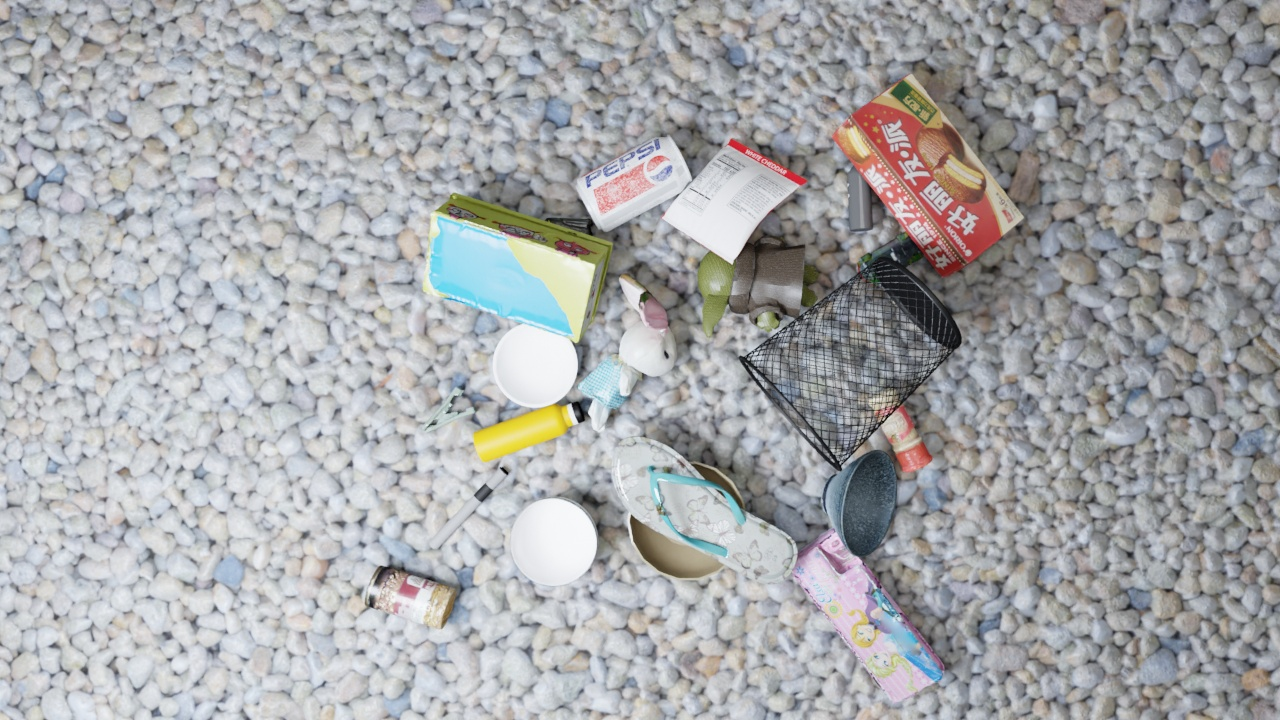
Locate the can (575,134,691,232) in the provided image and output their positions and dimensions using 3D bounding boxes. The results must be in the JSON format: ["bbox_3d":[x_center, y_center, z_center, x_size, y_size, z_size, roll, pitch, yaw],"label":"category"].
[{"bbox_3d":[-0.009,-0.229,1.183,0.136,0.078,0.078,-28,88,2],"label":"can"}]

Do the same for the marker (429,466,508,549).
[{"bbox_3d":[-0.229,0.197,1.221,0.016,0.016,0.140,44,92,2],"label":"marker"}]

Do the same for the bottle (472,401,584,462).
[{"bbox_3d":[-0.145,0.090,1.204,0.144,0.043,0.043,-20,89,2],"label":"bottle"}]

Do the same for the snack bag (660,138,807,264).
[{"bbox_3d":[0.116,-0.208,1.172,0.131,0.039,0.144,38,83,31],"label":"snack bag"}]

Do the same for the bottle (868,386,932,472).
[{"bbox_3d":[0.333,0.089,1.182,0.044,0.044,0.109,-27,87,2],"label":"bottle"}]

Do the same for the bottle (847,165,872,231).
[{"bbox_3d":[0.285,-0.226,1.192,0.030,0.030,0.113,-2,89,3],"label":"bottle"}]

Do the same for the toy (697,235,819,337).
[{"bbox_3d":[0.149,-0.103,1.173,0.153,0.078,0.179,5,66,7],"label":"toy"}]

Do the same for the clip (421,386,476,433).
[{"bbox_3d":[-0.259,0.072,1.221,0.076,0.023,0.059,-37,86,0],"label":"clip"}]

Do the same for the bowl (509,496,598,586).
[{"bbox_3d":[-0.109,0.230,1.191,0.113,0.063,0.113,0,90,2],"label":"bowl"}]

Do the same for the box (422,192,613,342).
[{"bbox_3d":[-0.159,-0.119,1.166,0.221,0.080,0.125,18,121,7],"label":"box"}]

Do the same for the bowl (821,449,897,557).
[{"bbox_3d":[0.268,0.176,1.167,0.057,0.137,0.137,9,90,42],"label":"bowl"}]

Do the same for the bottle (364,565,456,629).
[{"bbox_3d":[-0.301,0.311,1.203,0.105,0.056,0.056,17,90,3],"label":"bottle"}]

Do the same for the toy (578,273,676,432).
[{"bbox_3d":[-0.007,0.007,1.178,0.105,0.131,0.205,19,103,-18],"label":"toy"}]

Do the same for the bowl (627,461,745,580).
[{"bbox_3d":[0.060,0.204,1.189,0.152,0.050,0.152,0,89,3],"label":"bowl"}]

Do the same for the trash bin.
[{"bbox_3d":[0.260,-0.003,1.115,0.210,0.184,0.184,-41,88,1],"label":"trash bin"}]

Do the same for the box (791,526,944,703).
[{"bbox_3d":[0.290,0.329,1.176,0.084,0.053,0.230,-38,88,2],"label":"box"}]

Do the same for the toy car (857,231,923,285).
[{"bbox_3d":[0.324,-0.133,1.187,0.091,0.036,0.042,-32,89,1],"label":"toy car"}]

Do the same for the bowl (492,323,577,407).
[{"bbox_3d":[-0.135,0.006,1.206,0.110,0.040,0.110,0,90,3],"label":"bowl"}]

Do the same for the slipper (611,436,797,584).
[{"bbox_3d":[0.072,0.194,1.137,0.269,0.054,0.098,35,93,1],"label":"slipper"}]

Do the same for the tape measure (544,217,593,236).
[{"bbox_3d":[-0.096,-0.155,1.207,0.065,0.037,0.064,2,89,5],"label":"tape measure"}]

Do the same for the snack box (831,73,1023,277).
[{"bbox_3d":[0.361,-0.233,1.159,0.113,0.060,0.236,-36,87,-18],"label":"snack box"}]
